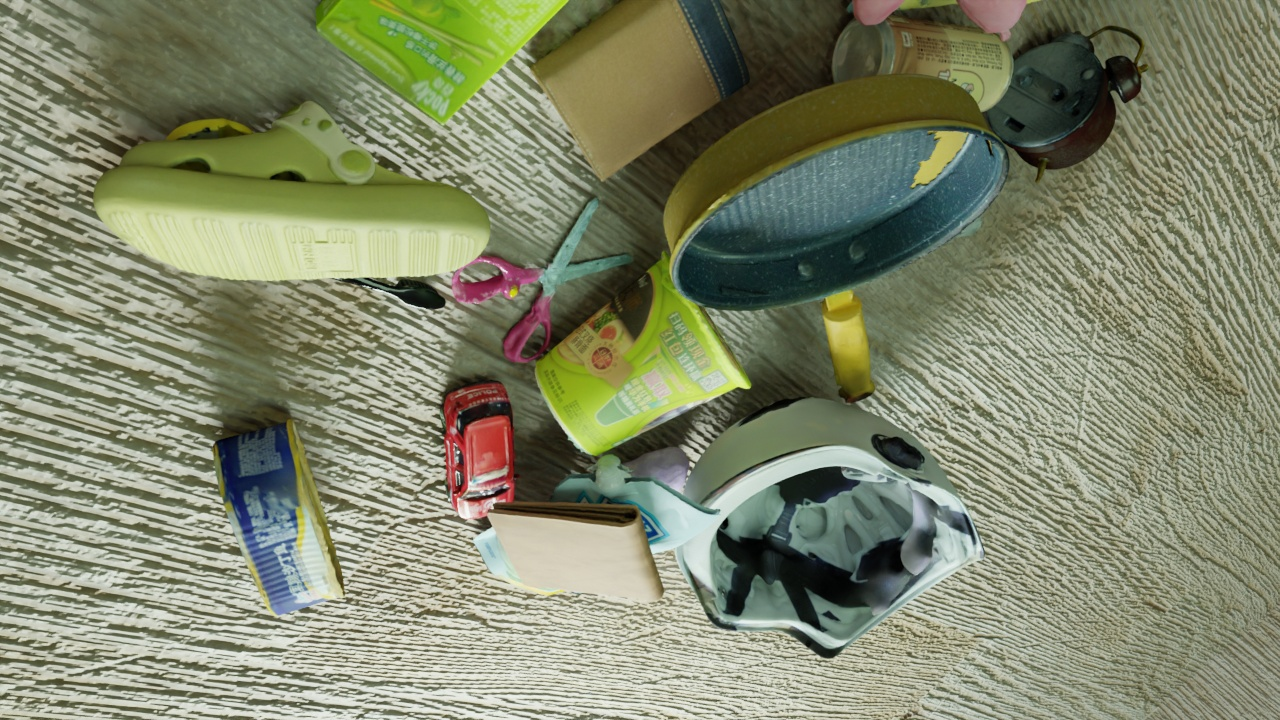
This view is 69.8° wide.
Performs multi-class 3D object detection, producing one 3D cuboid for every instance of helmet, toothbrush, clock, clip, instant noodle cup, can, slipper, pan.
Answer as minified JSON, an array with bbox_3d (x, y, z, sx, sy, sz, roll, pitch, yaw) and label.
[{"bbox_3d":[0.146,0.121,0.788,0.258,0.145,0.230,27,121,-23],"label":"helmet"},{"bbox_3d":[-0.200,-0.059,0.534,0.189,0.017,0.014,16,115,-35],"label":"toothbrush"},{"bbox_3d":[0.315,-0.197,0.681,0.055,0.082,0.122,23,112,-46],"label":"clock"},{"bbox_3d":[0.265,-0.112,0.763,0.058,0.045,0.027,-4,125,-41],"label":"clip"},{"bbox_3d":[-0.004,0.004,0.641,0.123,0.111,0.112,-33,136,7],"label":"instant noodle cup"},{"bbox_3d":[-0.235,0.106,0.603,0.049,0.074,0.148,-15,132,-17],"label":"can"},{"bbox_3d":[-0.175,-0.088,0.483,0.190,0.081,0.092,2,160,-18],"label":"slipper"},{"bbox_3d":[0.190,-0.198,0.619,0.116,0.058,0.059,-4,127,-28],"label":"can"},{"bbox_3d":[0.131,-0.050,0.602,0.198,0.078,0.357,-17,160,8],"label":"pan"}]

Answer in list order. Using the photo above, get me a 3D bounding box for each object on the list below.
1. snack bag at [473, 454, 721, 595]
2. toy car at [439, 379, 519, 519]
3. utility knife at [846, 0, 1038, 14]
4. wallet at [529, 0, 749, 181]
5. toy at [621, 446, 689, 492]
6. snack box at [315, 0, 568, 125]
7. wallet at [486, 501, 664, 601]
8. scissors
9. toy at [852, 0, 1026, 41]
[{"bbox_3d":[-0.039,0.131,0.703,0.110,0.038,0.192,38,133,-19],"label":"snack bag"},{"bbox_3d":[-0.116,0.070,0.667,0.052,0.045,0.121,-13,133,-20],"label":"toy car"},{"bbox_3d":[0.217,-0.254,0.626,0.187,0.020,0.031,-11,124,-18],"label":"utility knife"},{"bbox_3d":[0.002,-0.172,0.548,0.115,0.033,0.090,-36,133,1],"label":"wallet"},{"bbox_3d":[-0.005,0.108,0.768,0.107,0.039,0.084,-23,138,-21],"label":"toy"},{"bbox_3d":[-0.080,-0.198,0.459,0.157,0.026,0.085,-39,136,20],"label":"snack box"},{"bbox_3d":[-0.046,0.140,0.674,0.115,0.020,0.101,1,135,16],"label":"wallet"},{"bbox_3d":[-0.064,-0.049,0.622,0.133,0.017,0.131,-15,130,-25],"label":"scissors"},{"bbox_3d":[0.203,-0.280,0.544,0.194,0.074,0.178,-30,119,-3],"label":"toy"}]
